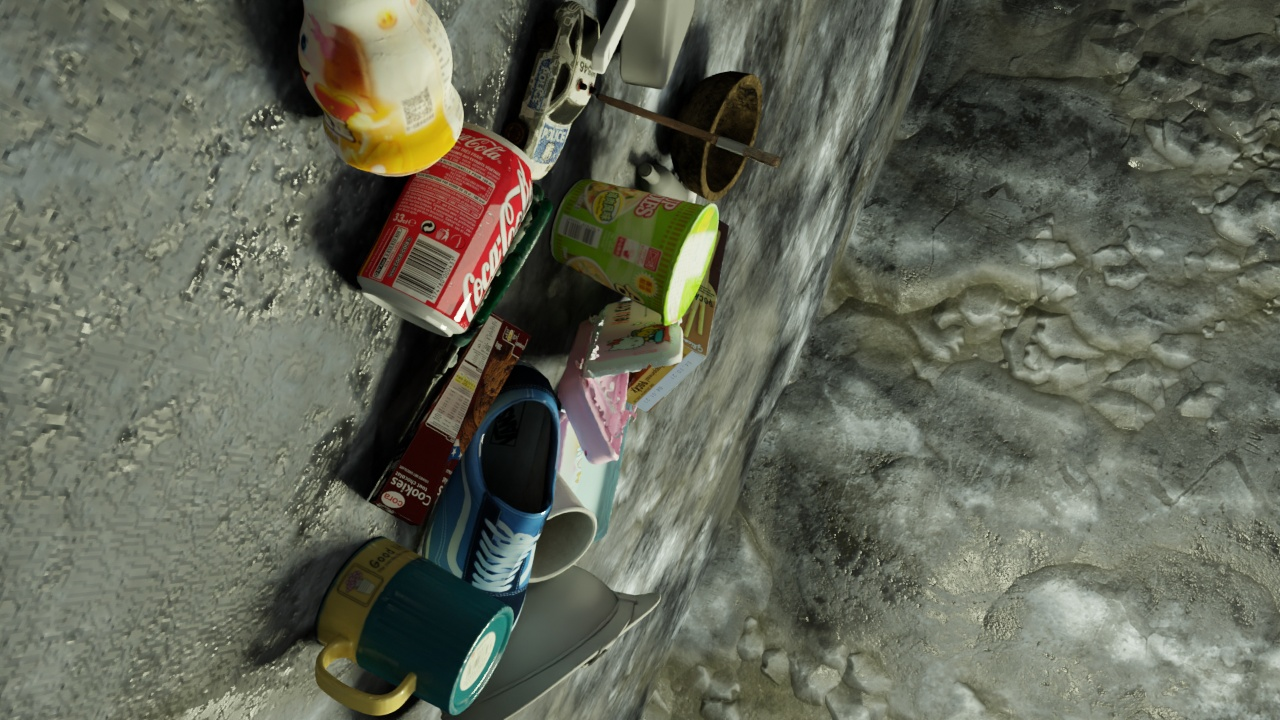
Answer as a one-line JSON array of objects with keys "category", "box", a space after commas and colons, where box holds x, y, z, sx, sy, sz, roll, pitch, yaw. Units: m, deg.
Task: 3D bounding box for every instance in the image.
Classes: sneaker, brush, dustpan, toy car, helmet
[{"category": "sneaker", "box": [-0.109, 0.124, 0.671, 0.098, 0.083, 0.241, -133, -127, -68]}, {"category": "brush", "box": [0.034, -0.170, 0.676, 0.045, 0.143, 0.008, -48, 158, -72]}, {"category": "dustpan", "box": [0.011, -0.264, 0.633, 0.163, 0.033, 0.256, 97, 6, -46]}, {"category": "toy car", "box": [-0.052, -0.168, 0.582, 0.048, 0.040, 0.113, -19, 131, -69]}, {"category": "helmet", "box": [-0.109, 0.237, 0.841, 0.270, 0.117, 0.184, -25, 171, -47]}]

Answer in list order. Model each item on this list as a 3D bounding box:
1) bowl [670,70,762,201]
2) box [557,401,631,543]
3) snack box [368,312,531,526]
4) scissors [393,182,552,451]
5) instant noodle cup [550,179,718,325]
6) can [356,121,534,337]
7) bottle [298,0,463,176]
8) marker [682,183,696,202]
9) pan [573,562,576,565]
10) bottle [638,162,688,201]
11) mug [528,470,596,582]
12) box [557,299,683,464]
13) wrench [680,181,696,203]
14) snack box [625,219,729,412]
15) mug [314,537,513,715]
[{"category": "bowl", "box": [0.063, -0.218, 0.870, 0.121, 0.056, 0.121, -50, 155, -35]}, {"category": "box", "box": [-0.080, 0.129, 0.907, 0.149, 0.049, 0.215, -24, 139, -38]}, {"category": "snack box", "box": [-0.126, 0.039, 0.605, 0.140, 0.031, 0.051, -62, -166, -18]}, {"category": "scissors", "box": [-0.109, -0.034, 0.592, 0.210, 0.015, 0.146, -53, -161, 22]}, {"category": "instant noodle cup", "box": [-0.007, -0.093, 0.717, 0.098, 0.108, 0.099, -58, 163, -30]}, {"category": "can", "box": [-0.103, -0.071, 0.499, 0.104, 0.064, 0.064, -65, 165, -9]}, {"category": "bottle", "box": [-0.112, -0.132, 0.386, 0.063, 0.063, 0.109, -58, 160, -31]}, {"category": "marker", "box": [0.038, -0.156, 0.924, 0.141, 0.020, 0.020, -58, 164, -8]}, {"category": "pan", "box": [-0.159, 0.350, 0.985, 0.188, 0.055, 0.355, 88, 25, -58]}, {"category": "bottle", "box": [0.018, -0.163, 0.851, 0.030, 0.030, 0.113, -68, 165, 3]}, {"category": "mug", "box": [-0.102, 0.142, 0.783, 0.113, 0.070, 0.084, -19, 136, -28]}, {"category": "box", "box": [-0.004, 0.002, 0.761, 0.201, 0.103, 0.087, -85, 152, -73]}, {"category": "wrench", "box": [0.052, -0.160, 1.003, 0.086, 0.018, 0.274, -50, 156, -48]}, {"category": "snack box", "box": [0.035, -0.050, 0.896, 0.101, 0.031, 0.185, -46, -158, 44]}, {"category": "mug", "box": [-0.158, 0.188, 0.613, 0.113, 0.107, 0.083, -45, 156, -54]}]
